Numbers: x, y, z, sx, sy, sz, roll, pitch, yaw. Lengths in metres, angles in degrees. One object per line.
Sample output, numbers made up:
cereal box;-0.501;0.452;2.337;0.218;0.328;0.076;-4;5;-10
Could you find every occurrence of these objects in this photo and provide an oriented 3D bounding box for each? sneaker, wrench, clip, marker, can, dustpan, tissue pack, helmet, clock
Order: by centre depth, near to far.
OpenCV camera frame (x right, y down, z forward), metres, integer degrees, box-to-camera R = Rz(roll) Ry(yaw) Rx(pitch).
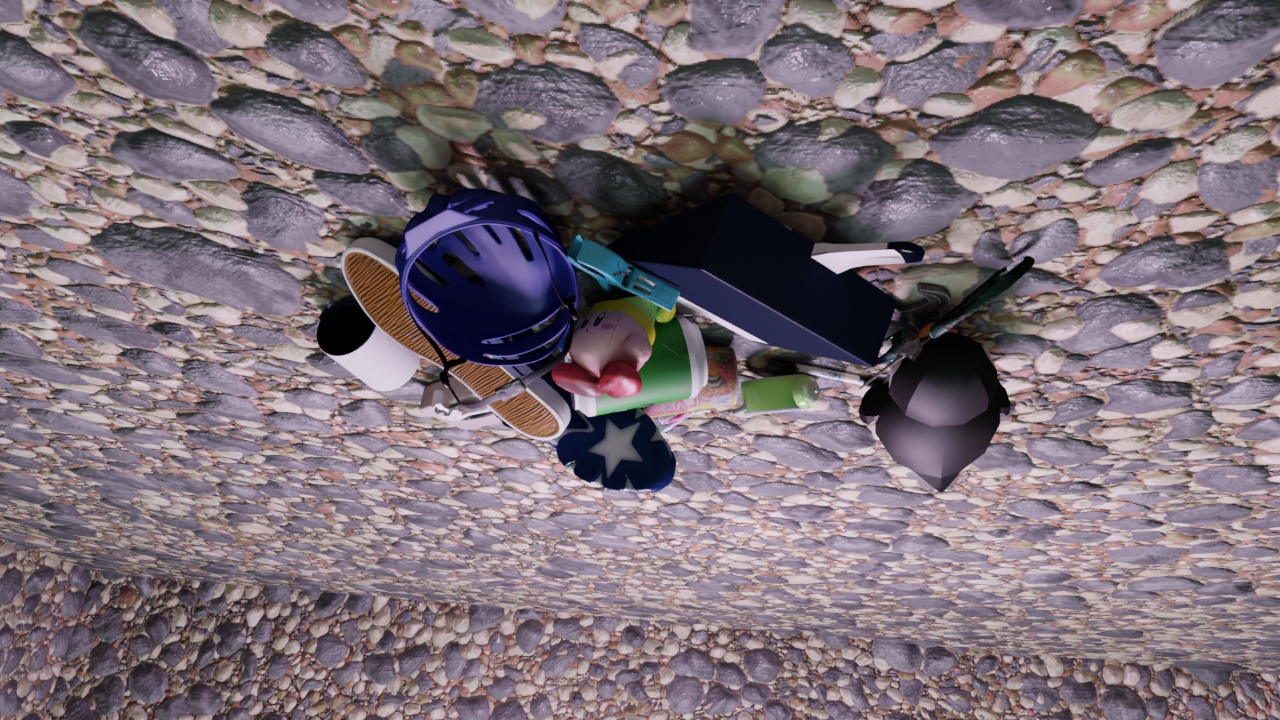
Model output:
helmet;-0.120;-0.041;0.810;0.148;0.227;0.241;-28;149;7
clip;-0.031;-0.082;0.823;0.097;0.026;0.116;16;173;34
dustpan;0.130;-0.074;0.829;0.236;0.080;0.273;25;175;-36
can;-0.006;0.006;0.963;0.140;0.087;0.088;-10;156;-8
sneaker;-0.180;-0.045;0.990;0.294;0.127;0.121;39;139;-19
wrench;0.336;-0.015;1.010;0.070;0.010;0.273;-10;151;31
sneaker;-0.047;0.091;1.082;0.270;0.103;0.132;23;170;41
clock;0.169;0.041;1.099;0.119;0.042;0.094;-6;176;9
marker;0.228;0.016;1.100;0.152;0.011;0.011;12;154;-11
tissue pack;-0.214;0.056;1.226;0.182;0.071;0.103;-12;151;41

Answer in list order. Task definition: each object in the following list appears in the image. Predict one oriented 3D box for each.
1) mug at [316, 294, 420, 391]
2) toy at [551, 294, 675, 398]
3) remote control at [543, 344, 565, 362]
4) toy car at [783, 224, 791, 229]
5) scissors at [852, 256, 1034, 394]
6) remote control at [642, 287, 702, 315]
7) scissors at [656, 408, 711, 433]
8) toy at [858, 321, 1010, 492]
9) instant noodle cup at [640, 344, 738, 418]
mug;-0.327;-0.025;1.074;0.112;0.078;0.097;26;165;28
toy;-0.023;-0.021;0.896;0.124;0.131;0.097;-6;147;42
remote control;-0.119;-0.008;1.120;0.125;0.018;0.038;13;154;-18
toy car;0.095;-0.117;0.825;0.089;0.027;0.039;13;161;-11
scissors;0.282;-0.036;0.875;0.206;0.015;0.201;-38;-179;14
remote control;0.038;-0.088;0.911;0.074;0.019;0.151;3;156;6
scissors;0.044;0.076;1.176;0.177;0.013;0.170;-31;170;24
toy;0.312;0.044;0.957;0.159;0.140;0.184;-4;152;10
instant noodle cup;0.053;0.019;1.060;0.112;0.100;0.100;-1;155;-3
